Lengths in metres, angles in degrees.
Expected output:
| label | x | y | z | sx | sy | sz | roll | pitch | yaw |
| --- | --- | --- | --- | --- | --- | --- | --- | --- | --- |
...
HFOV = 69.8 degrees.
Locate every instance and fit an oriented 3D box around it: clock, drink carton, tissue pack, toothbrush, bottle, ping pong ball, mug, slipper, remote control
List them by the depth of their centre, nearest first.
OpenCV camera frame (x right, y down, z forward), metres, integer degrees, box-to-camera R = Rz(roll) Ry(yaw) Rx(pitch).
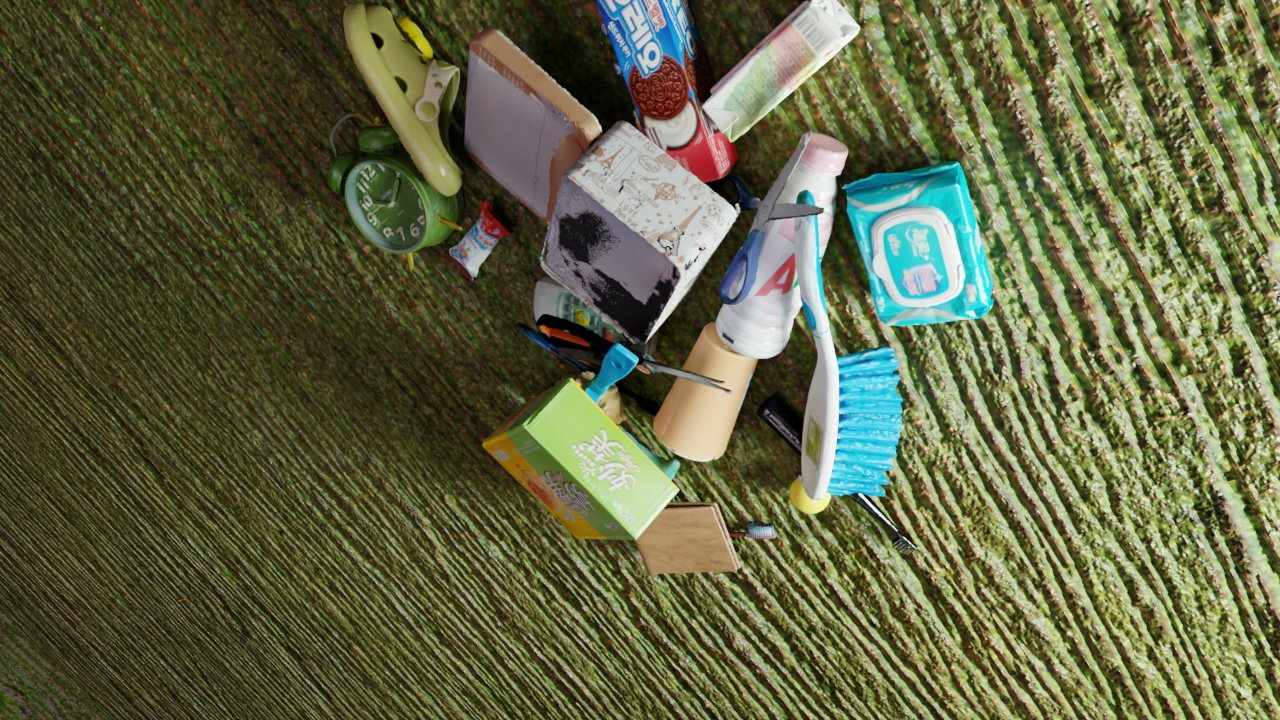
| label | x | y | z | sx | sy | sz | roll | pitch | yaw |
| --- | --- | --- | --- | --- | --- | --- | --- | --- | --- |
| drink carton | 0.106 | -0.230 | 0.718 | 0.045 | 0.053 | 0.123 | 49 | 128 | -6 |
| tissue pack | 0.226 | -0.095 | 0.743 | 0.093 | 0.050 | 0.133 | -9 | 115 | 32 |
| bottle | 0.123 | -0.096 | 0.787 | 0.068 | 0.068 | 0.197 | 25 | 125 | 11 |
| slipper | -0.204 | -0.249 | 0.858 | 0.081 | 0.091 | 0.190 | -27 | 97 | -4 |
| mug | 0.069 | 0.028 | 0.890 | 0.078 | 0.078 | 0.123 | 28 | 124 | 9 |
| toothbrush | 0.197 | 0.117 | 0.908 | 0.212 | 0.026 | 0.027 | 45 | 106 | -5 |
| ping pong ball | 0.171 | 0.134 | 0.922 | 0.040 | 0.040 | 0.040 | 13 | 125 | 20 |
| clock | -0.254 | -0.178 | 0.934 | 0.116 | 0.056 | 0.161 | -30 | 103 | 36 |
| remote control | -0.046 | -0.045 | 0.935 | 0.135 | 0.019 | 0.056 | 17 | 126 | 17 |
| toothbrush | -0.055 | 0.012 | 0.981 | 0.189 | 0.014 | 0.016 | 31 | 152 | 7 |
| toothbrush | 0.062 | 0.189 | 1.030 | 0.188 | 0.016 | 0.017 | -3 | 110 | 29 |

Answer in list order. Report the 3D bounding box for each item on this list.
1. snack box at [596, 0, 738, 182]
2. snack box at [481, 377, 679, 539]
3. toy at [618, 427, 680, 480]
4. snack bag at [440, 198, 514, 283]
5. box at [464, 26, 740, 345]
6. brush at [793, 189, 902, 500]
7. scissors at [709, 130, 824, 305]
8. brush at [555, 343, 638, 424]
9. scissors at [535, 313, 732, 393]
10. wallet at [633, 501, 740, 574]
| label | x | y | z | sx | sy | sz | roll | pitch | yaw |
| --- | --- | --- | --- | --- | --- | --- | --- | --- | --- |
| snack box | 0.017 | -0.246 | 0.751 | 0.058 | 0.057 | 0.207 | -8 | 116 | 30 |
| snack box | -0.071 | 0.109 | 0.955 | 0.157 | 0.070 | 0.210 | 46 | 159 | -7 |
| toy | -0.008 | 0.110 | 1.009 | 0.092 | 0.030 | 0.097 | 40 | 137 | 5 |
| snack bag | -0.166 | -0.121 | 0.944 | 0.045 | 0.026 | 0.106 | 43 | 131 | -7 |
| box | -0.057 | -0.148 | 0.800 | 0.259 | 0.082 | 0.177 | 41 | 157 | 4 |
| brush | 0.174 | -0.001 | 0.796 | 0.109 | 0.060 | 0.315 | -7 | 121 | -12 |
| scissors | 0.095 | -0.116 | 0.754 | 0.012 | 0.162 | 0.175 | 1 | 120 | -25 |
| brush | -0.038 | 0.026 | 0.886 | 0.083 | 0.045 | 0.255 | 37 | 163 | -1 |
| scissors | -0.016 | -0.005 | 0.871 | 0.148 | 0.021 | 0.235 | 35 | 164 | -25 |
| wallet | 0.044 | 0.198 | 1.021 | 0.115 | 0.020 | 0.101 | -7 | 122 | 27 |
